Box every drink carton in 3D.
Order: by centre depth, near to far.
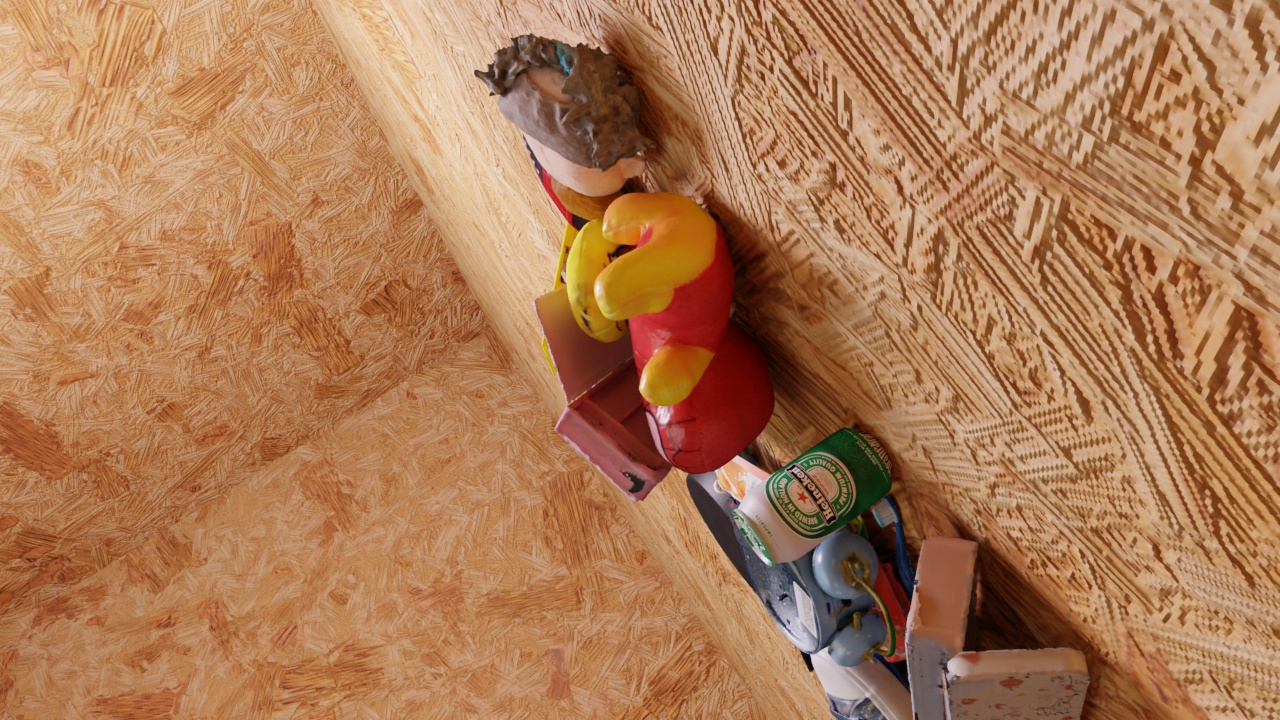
[{"bbox_3d":[0.105,0.119,0.851,0.122,0.038,0.069,29,143,49],"label":"drink carton"}]

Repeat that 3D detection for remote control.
[{"bbox_3d":[0.150,0.258,0.944,0.039,0.010,0.125,-94,-21,-86],"label":"remote control"}]

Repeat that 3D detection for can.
[{"bbox_3d":[0.113,0.087,0.595,0.053,0.101,0.053,55,170,14],"label":"can"}]

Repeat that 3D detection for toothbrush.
[{"bbox_3d":[0.191,0.147,0.656,0.132,0.016,0.021,63,173,-28],"label":"toothbrush"}]

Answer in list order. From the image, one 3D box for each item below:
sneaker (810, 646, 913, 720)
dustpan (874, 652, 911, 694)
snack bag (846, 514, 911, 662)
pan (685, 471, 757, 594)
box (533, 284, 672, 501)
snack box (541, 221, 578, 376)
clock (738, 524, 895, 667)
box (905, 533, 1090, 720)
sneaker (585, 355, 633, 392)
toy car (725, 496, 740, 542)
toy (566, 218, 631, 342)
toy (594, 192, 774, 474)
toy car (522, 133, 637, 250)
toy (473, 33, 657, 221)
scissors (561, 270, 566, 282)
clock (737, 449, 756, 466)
[{"bbox_3d":[0.204,0.338,0.765,0.235,0.079,0.087,58,162,-4],"label":"sneaker"},{"bbox_3d":[0.203,0.275,0.880,0.245,0.059,0.258,57,160,-1],"label":"dustpan"},{"bbox_3d":[0.177,0.157,0.718,0.155,0.044,0.087,63,171,-1],"label":"snack bag"},{"bbox_3d":[0.127,0.191,1.018,0.248,0.043,0.356,55,170,10],"label":"pan"},{"bbox_3d":[-0.013,0.009,0.780,0.179,0.059,0.232,58,-156,-1],"label":"box"},{"bbox_3d":[-0.073,-0.065,0.970,0.075,0.025,0.152,79,-162,-64],"label":"snack box"},{"bbox_3d":[0.134,0.168,0.697,0.162,0.060,0.118,40,148,57],"label":"clock"},{"bbox_3d":[0.212,0.197,0.587,0.216,0.094,0.107,67,-170,-47],"label":"box"},{"bbox_3d":[-0.020,0.005,0.996,0.091,0.116,0.241,53,-176,-37],"label":"sneaker"},{"bbox_3d":[0.109,0.164,0.891,0.092,0.036,0.042,29,143,57],"label":"toy car"},{"bbox_3d":[-0.027,-0.060,0.694,0.094,0.041,0.095,-69,-30,-45],"label":"toy"},{"bbox_3d":[0.034,-0.010,0.651,0.147,0.099,0.216,-78,-26,-45],"label":"toy"},{"bbox_3d":[-0.039,-0.138,0.772,0.189,0.056,0.082,53,171,8],"label":"toy car"},{"bbox_3d":[-0.041,-0.160,0.653,0.133,0.076,0.176,39,162,18],"label":"toy"},{"bbox_3d":[-0.044,-0.059,0.796,0.132,0.015,0.109,43,-133,-60],"label":"scissors"},{"bbox_3d":[0.079,0.083,0.920,0.087,0.042,0.123,61,171,-20],"label":"clock"}]
